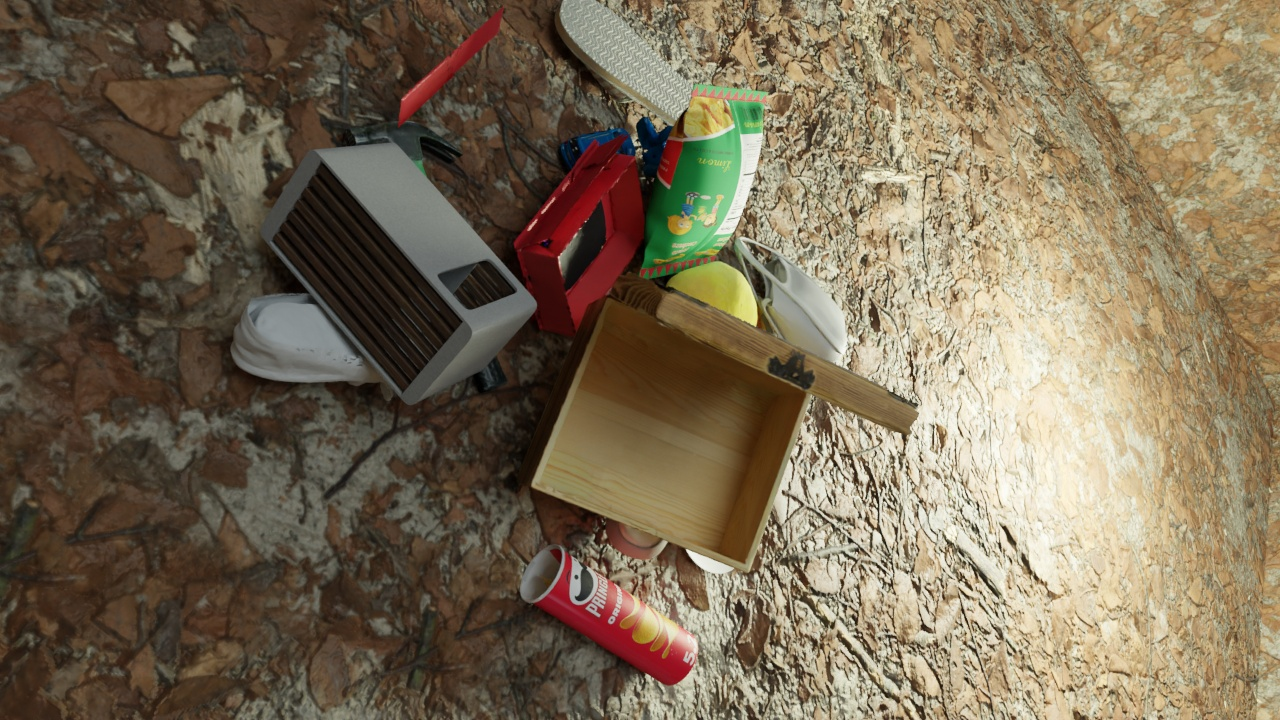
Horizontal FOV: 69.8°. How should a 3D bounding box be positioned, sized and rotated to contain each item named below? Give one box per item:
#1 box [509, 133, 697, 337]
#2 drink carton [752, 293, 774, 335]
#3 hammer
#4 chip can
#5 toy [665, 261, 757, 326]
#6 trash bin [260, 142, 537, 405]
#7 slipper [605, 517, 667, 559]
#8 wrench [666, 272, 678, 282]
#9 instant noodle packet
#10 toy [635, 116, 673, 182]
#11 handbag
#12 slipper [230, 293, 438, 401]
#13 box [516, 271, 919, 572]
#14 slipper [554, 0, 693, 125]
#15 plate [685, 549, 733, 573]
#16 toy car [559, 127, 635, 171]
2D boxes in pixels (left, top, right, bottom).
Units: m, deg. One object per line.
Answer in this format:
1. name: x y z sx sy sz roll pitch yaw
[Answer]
1. box: -0.032 -0.144 1.093 0.165 0.153 0.213 84 28 -47
2. drink carton: 0.152 -0.036 1.326 0.076 0.049 0.125 -34 100 -42
3. hammer: -0.221 -0.117 1.038 0.130 0.032 0.318 -21 92 -44
4. chip can: -0.032 0.293 1.047 0.220 0.069 0.069 39 54 -26
5. toy: 0.094 -0.050 1.213 0.133 0.092 0.207 14 64 -14
6. trash bin: -0.234 -0.089 0.897 0.229 0.115 0.114 48 29 5
7. slipper: 0.030 0.112 1.138 0.113 0.081 0.265 23 63 -10
8. wrench: 0.049 -0.116 1.279 0.073 0.022 0.273 16 68 -38
9. instant noodle packet: 0.083 -0.232 1.205 0.195 0.090 0.253 -18 131 -54
10. toy: 0.028 -0.259 1.260 0.071 0.113 0.176 8 80 -24
11. handbag: 0.210 -0.098 1.370 0.222 0.096 0.215 46 24 -13
12. slipper: -0.285 -0.013 0.918 0.246 0.075 0.112 1 66 -50
13. box: 0.075 0.049 0.955 0.279 0.335 0.286 23 78 -13
14. slipper: -0.015 -0.411 1.297 0.263 0.052 0.114 33 55 -25
15. plate: 0.096 0.216 1.223 0.134 0.011 0.134 14 68 -38
16. toy car: -0.052 -0.281 1.228 0.120 0.044 0.056 -24 92 -43
